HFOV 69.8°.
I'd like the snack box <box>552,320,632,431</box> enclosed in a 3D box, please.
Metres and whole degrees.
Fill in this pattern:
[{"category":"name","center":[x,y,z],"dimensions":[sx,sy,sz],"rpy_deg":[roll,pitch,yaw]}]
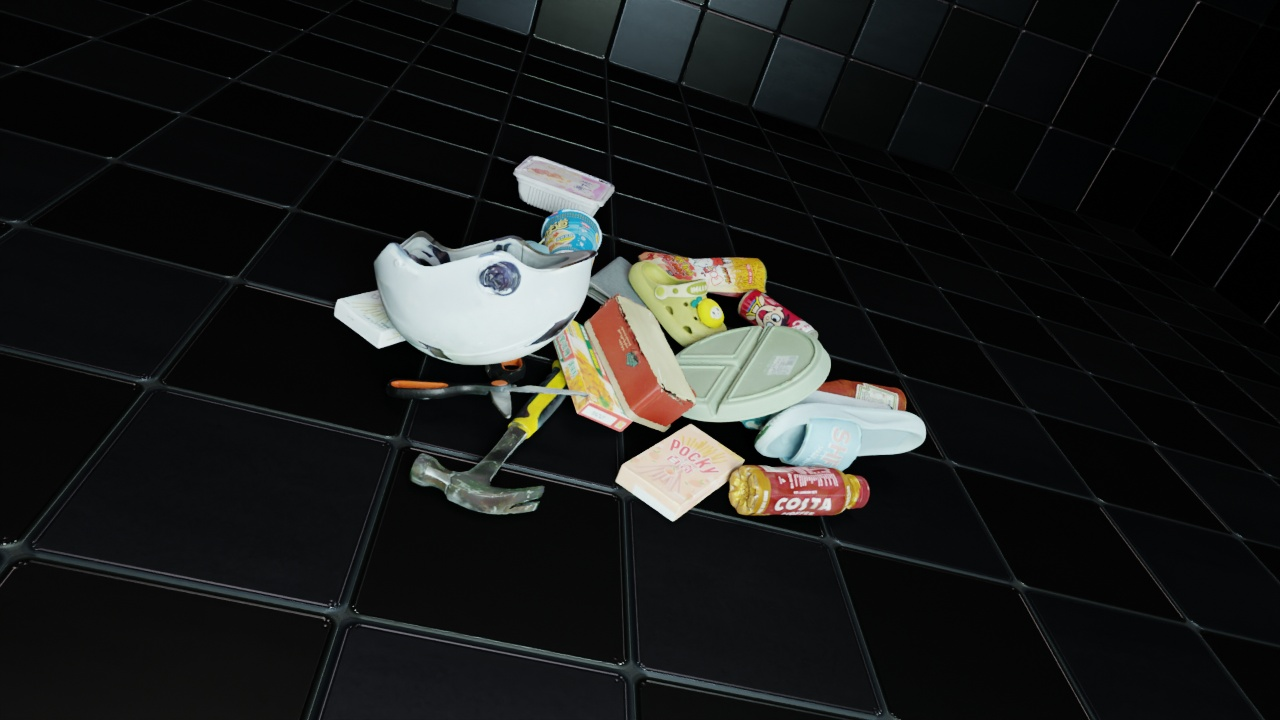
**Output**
[{"category":"snack box","center":[-0.064,0.014,1.140],"dimensions":[0.077,0.027,0.155],"rpy_deg":[28,29,-42]}]

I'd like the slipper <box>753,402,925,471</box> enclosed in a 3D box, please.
[{"category":"slipper","center":[0.257,0.108,1.168],"dimensions":[0.245,0.104,0.074],"rpy_deg":[2,59,-20]}]

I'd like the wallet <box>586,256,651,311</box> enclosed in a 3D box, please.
[{"category":"wallet","center":[-0.023,-0.105,1.427],"dimensions":[0.106,0.037,0.129],"rpy_deg":[36,31,5]}]

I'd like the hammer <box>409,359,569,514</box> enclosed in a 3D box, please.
[{"category":"hammer","center":[-0.129,0.075,1.042],"dimensions":[0.126,0.032,0.322],"rpy_deg":[24,27,6]}]

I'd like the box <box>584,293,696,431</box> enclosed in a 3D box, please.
[{"category":"box","center":[0.006,-0.003,1.160],"dimensions":[0.091,0.078,0.168],"rpy_deg":[24,33,-48]}]

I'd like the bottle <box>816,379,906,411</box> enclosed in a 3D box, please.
[{"category":"bottle","center":[0.280,0.054,1.324],"dimensions":[0.206,0.060,0.059],"rpy_deg":[9,30,-14]}]

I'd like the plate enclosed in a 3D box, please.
[{"category":"plate","center":[0.135,0.010,1.218],"dimensions":[0.230,0.027,0.229],"rpy_deg":[-13,27,6]}]

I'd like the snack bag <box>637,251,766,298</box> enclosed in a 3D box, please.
[{"category":"snack bag","center":[0.105,-0.147,1.578],"dimensions":[0.207,0.073,0.128],"rpy_deg":[4,32,-14]}]

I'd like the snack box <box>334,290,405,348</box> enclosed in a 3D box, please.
[{"category":"snack box","center":[-0.303,-0.063,1.179],"dimensions":[0.085,0.027,0.156],"rpy_deg":[32,31,22]}]

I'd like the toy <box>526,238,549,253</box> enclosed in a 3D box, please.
[{"category":"toy","center":[-0.187,-0.139,1.348],"dimensions":[0.155,0.050,0.162],"rpy_deg":[-32,31,-33]}]

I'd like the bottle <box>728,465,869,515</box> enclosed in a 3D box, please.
[{"category":"bottle","center":[0.191,0.154,1.081],"dimensions":[0.174,0.058,0.057],"rpy_deg":[5,31,-27]}]

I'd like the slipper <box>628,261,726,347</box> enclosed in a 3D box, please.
[{"category":"slipper","center":[0.063,-0.091,1.383],"dimensions":[0.190,0.082,0.091],"rpy_deg":[47,36,13]}]

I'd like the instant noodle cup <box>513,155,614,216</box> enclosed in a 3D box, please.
[{"category":"instant noodle cup","center":[-0.145,-0.312,1.697],"dimensions":[0.173,0.060,0.137],"rpy_deg":[22,27,0]}]

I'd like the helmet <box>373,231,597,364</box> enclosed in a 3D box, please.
[{"category":"helmet","center":[-0.184,-0.069,1.091],"dimensions":[0.258,0.146,0.229],"rpy_deg":[2,12,-9]}]

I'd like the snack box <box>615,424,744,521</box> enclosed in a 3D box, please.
[{"category":"snack box","center":[0.049,0.127,1.069],"dimensions":[0.084,0.026,0.156],"rpy_deg":[32,30,22]}]

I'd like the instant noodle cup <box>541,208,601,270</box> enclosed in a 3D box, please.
[{"category":"instant noodle cup","center":[-0.112,-0.168,1.434],"dimensions":[0.099,0.099,0.109],"rpy_deg":[15,37,-11]}]

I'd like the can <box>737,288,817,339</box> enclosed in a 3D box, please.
[{"category":"can","center":[0.224,-0.062,1.497],"dimensions":[0.053,0.053,0.133],"rpy_deg":[-11,41,-45]}]

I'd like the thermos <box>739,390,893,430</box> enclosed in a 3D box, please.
[{"category":"thermos","center":[0.233,0.074,1.247],"dimensions":[0.224,0.073,0.073],"rpy_deg":[11,29,-16]}]

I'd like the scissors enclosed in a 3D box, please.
[{"category":"scissors","center":[-0.170,0.030,1.049],"dimensions":[0.230,0.022,0.220],"rpy_deg":[3,16,4]}]
